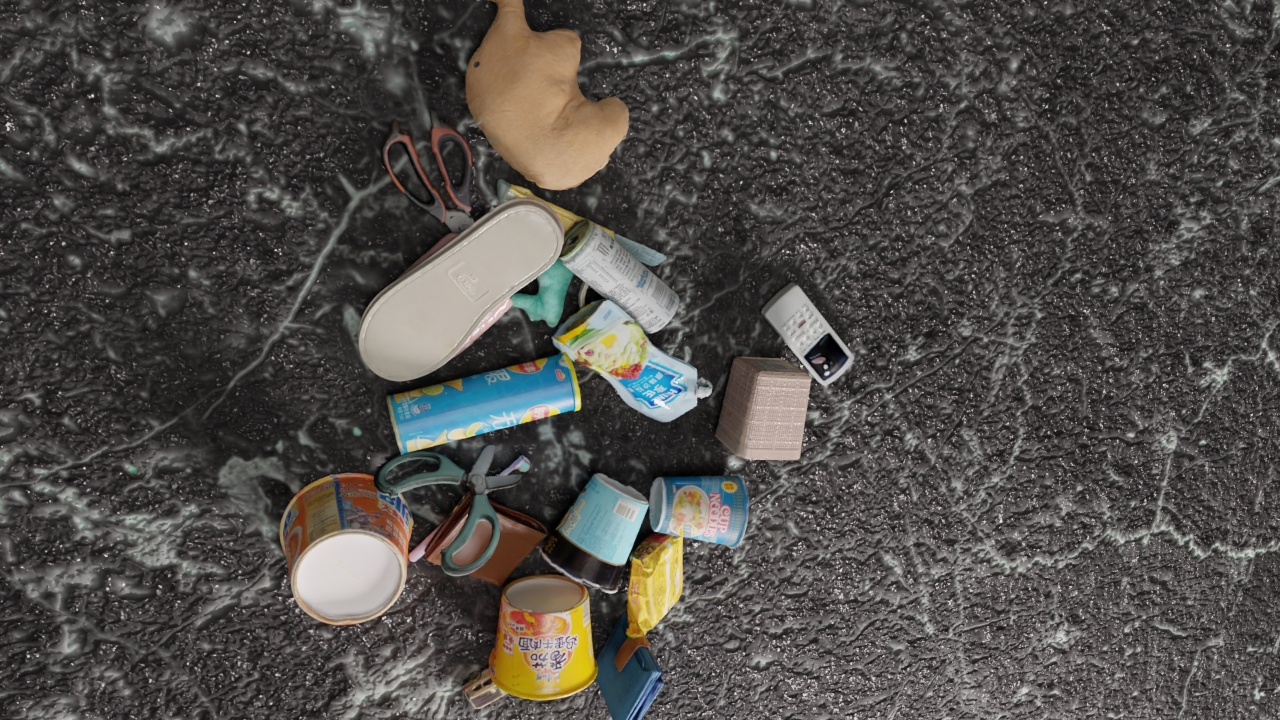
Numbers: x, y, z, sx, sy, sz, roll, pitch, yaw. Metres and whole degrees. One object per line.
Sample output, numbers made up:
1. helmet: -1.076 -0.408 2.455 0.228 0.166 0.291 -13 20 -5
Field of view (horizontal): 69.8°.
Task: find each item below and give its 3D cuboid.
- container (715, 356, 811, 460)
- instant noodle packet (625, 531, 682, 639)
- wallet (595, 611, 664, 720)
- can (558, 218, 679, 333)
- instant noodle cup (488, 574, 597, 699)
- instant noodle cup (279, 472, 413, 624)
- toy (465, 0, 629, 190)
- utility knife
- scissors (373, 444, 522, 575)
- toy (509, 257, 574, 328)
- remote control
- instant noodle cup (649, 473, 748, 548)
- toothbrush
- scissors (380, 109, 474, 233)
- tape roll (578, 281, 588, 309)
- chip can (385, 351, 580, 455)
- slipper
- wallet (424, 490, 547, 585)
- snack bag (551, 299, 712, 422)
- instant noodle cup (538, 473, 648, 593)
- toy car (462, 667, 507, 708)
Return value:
1. container: 0.157 0.058 1.162 0.089 0.090 0.111 3 106 -20
2. instant noodle packet: 0.019 0.289 1.208 0.110 0.044 0.128 -27 125 -52
3. wallet: -0.018 0.411 1.212 0.040 0.133 0.106 24 102 -26
4. can: -0.024 -0.094 1.039 0.146 0.058 0.058 39 94 -27
5. instant noodle cup: -0.122 0.342 1.156 0.138 0.138 0.110 -2 103 -18
6. instant noodle cup: -0.331 0.218 1.043 0.151 0.111 0.151 -6 112 -16
7. toy: -0.115 -0.281 0.946 0.143 0.082 0.226 -41 114 -6
8. utility knife: -0.066 -0.152 1.048 0.219 0.022 0.031 19 109 -29
9. scissors: -0.229 0.158 1.059 0.180 0.169 0.019 17 145 -3
10. toy: -0.108 -0.082 1.047 0.096 0.030 0.092 5 107 -30
11. remote control: 0.218 -0.032 1.184 0.058 0.021 0.150 -44 116 1
12. instant noodle cup: 0.071 0.190 1.185 0.110 0.099 0.099 6 108 -13
13. toothbrush: -0.211 0.183 1.122 0.189 0.021 0.029 -41 161 2
14. scissors: -0.189 -0.166 0.996 0.206 0.015 0.193 18 104 -24
15. tape roll: -0.031 -0.074 1.087 0.085 0.014 0.086 -7 112 -17
16. chip can: -0.178 0.048 1.051 0.210 0.071 0.071 -14 114 -14
17. slipper: -0.197 -0.079 0.997 0.275 0.054 0.114 -39 115 15
18. wallet: -0.189 0.223 1.127 0.124 0.032 0.101 32 105 -36
19. snack bag: -0.006 0.006 1.091 0.111 0.038 0.191 -35 119 30
20. instant noodle cup: -0.051 0.209 1.146 0.111 0.111 0.120 27 91 -26
21. toy car: -0.188 0.425 1.215 0.090 0.035 0.042 -28 117 -10
